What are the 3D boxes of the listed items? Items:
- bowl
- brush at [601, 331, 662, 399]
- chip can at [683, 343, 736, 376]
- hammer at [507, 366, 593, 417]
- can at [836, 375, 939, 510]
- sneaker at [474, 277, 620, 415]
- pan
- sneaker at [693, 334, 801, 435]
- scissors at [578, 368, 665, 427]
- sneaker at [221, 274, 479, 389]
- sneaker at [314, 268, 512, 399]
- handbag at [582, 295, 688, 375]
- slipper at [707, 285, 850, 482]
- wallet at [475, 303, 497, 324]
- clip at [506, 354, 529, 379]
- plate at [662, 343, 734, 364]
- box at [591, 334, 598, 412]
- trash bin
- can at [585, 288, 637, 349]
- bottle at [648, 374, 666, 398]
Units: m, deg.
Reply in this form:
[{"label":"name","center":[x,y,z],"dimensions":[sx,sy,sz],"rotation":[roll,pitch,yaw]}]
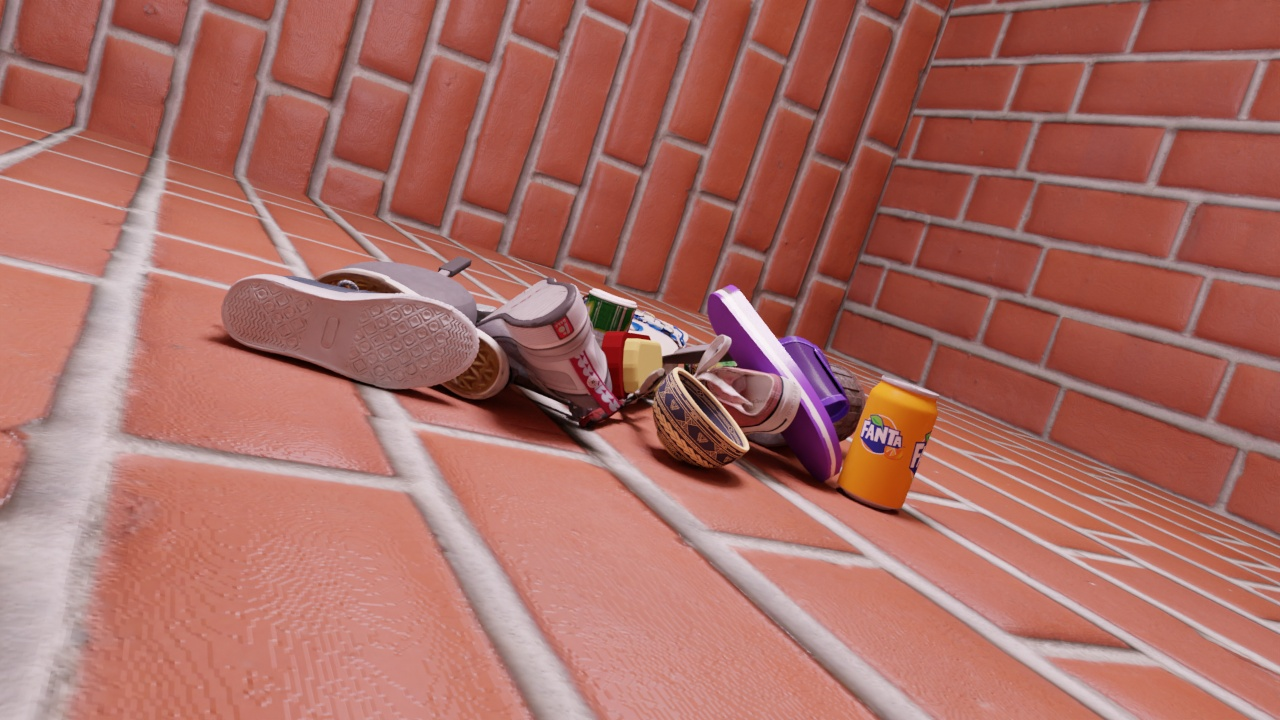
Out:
[{"label":"bowl","center":[0.052,0.069,0.946],"dimensions":[0.112,0.061,0.112],"rotation":[45,12,-12]},{"label":"brush","center":[-0.007,0.007,1.163],"dimensions":[0.042,0.082,0.173],"rotation":[1,0,14]},{"label":"chip can","center":[0.123,0.026,1.450],"dimensions":[0.075,0.075,0.223],"rotation":[17,7,-11]},{"label":"hammer","center":[-0.194,0.000,1.028],"dimensions":[0.317,0.028,0.146],"rotation":[21,13,19]},{"label":"can","center":[0.286,0.095,1.057],"dimensions":[0.079,0.142,0.079],"rotation":[18,8,-3]},{"label":"sneaker","center":[-0.094,-0.012,0.962],"dimensions":[0.129,0.096,0.263],"rotation":[60,-16,-16]},{"label":"pan","center":[-0.272,-0.104,1.176],"dimensions":[0.178,0.041,0.356],"rotation":[15,16,1]},{"label":"sneaker","center":[0.095,0.039,1.083],"dimensions":[0.087,0.118,0.241],"rotation":[22,-9,-18]},{"label":"scissors","center":[-0.011,0.041,1.019],"dimensions":[0.192,0.180,0.015],"rotation":[-28,83,-44]},{"label":"sneaker","center":[-0.271,-0.031,0.863],"dimensions":[0.235,0.089,0.087],"rotation":[13,4,-11]},{"label":"sneaker","center":[-0.232,-0.029,0.946],"dimensions":[0.235,0.087,0.079],"rotation":[23,3,12]},{"label":"handbag","center":[-0.023,-0.037,1.512],"dimensions":[0.201,0.093,0.199],"rotation":[20,15,8]},{"label":"slipper","center":[0.186,0.010,1.110],"dimensions":[0.266,0.084,0.107],"rotation":[57,-16,25]},{"label":"wallet","center":[-0.259,-0.061,1.233],"dimensions":[0.131,0.054,0.100],"rotation":[15,0,-9]},{"label":"clip","center":[-0.176,-0.006,1.118],"dimensions":[0.171,0.029,0.141],"rotation":[19,6,9]},{"label":"plate","center":[0.109,-0.012,1.284],"dimensions":[0.178,0.012,0.178],"rotation":[-4,-6,-1]},{"label":"box","center":[-0.065,0.014,1.098],"dimensions":[0.043,0.083,0.187],"rotation":[4,10,-3]},{"label":"trash bin","center":[0.215,0.053,1.255],"dimensions":[0.131,0.131,0.210],"rotation":[23,7,32]},{"label":"can","center":[-0.053,-0.029,1.222],"dimensions":[0.067,0.121,0.067],"rotation":[18,8,-3]},{"label":"bottle","center":[-0.011,0.010,1.292],"dimensions":[0.166,0.060,0.059],"rotation":[34,16,36]}]
